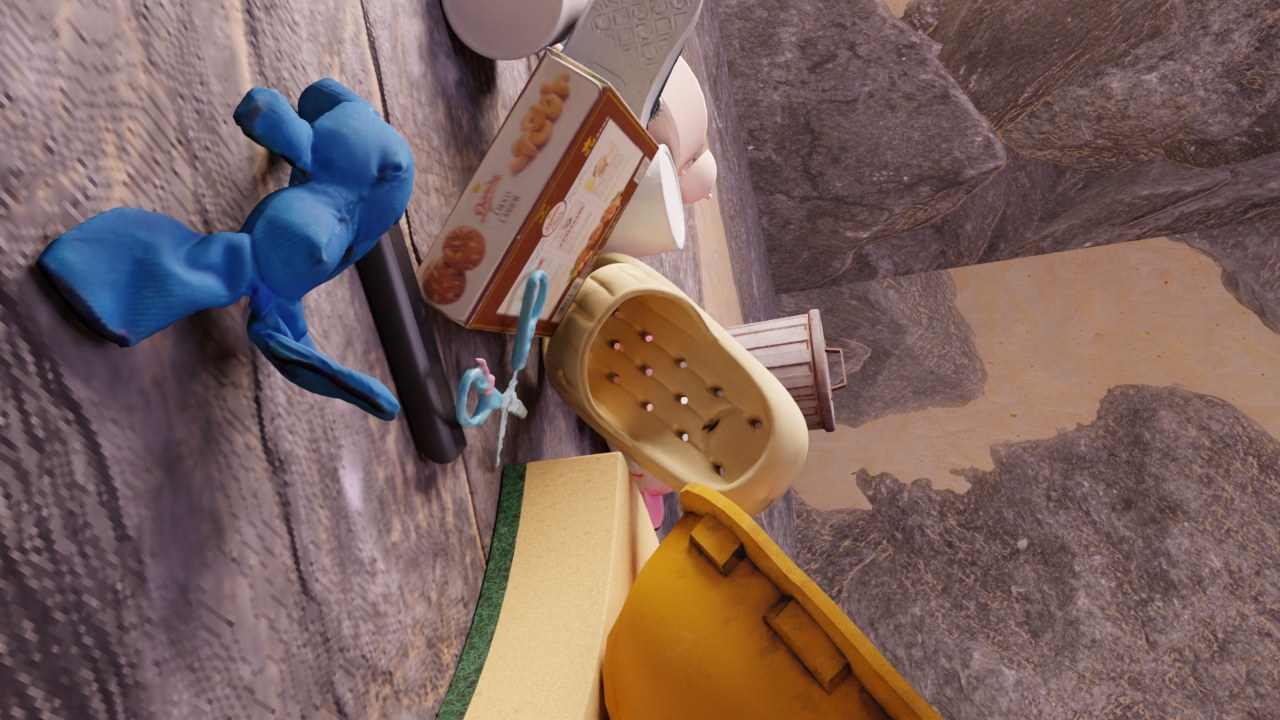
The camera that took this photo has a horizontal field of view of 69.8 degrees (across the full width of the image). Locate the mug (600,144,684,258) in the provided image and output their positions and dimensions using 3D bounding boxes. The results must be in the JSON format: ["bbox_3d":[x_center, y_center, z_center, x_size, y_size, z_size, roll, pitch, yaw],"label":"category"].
[{"bbox_3d":[-0.026,-0.115,0.700,0.082,0.105,0.082,-7,89,-77],"label":"mug"}]

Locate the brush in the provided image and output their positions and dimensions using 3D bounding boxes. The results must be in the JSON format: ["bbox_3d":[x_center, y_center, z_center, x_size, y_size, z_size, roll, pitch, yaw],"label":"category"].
[{"bbox_3d":[-0.036,0.200,0.525,0.249,0.075,0.195,-80,158,-54],"label":"brush"}]

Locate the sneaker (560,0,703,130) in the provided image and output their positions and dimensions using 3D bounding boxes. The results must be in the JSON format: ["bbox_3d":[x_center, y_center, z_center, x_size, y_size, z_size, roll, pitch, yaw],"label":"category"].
[{"bbox_3d":[-0.028,-0.177,0.631,0.236,0.089,0.087,-62,-171,11],"label":"sneaker"}]

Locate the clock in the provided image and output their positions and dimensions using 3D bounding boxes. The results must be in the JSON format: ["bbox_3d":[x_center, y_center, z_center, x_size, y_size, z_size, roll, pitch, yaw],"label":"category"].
[{"bbox_3d":[-0.018,-0.192,0.739,0.086,0.131,0.160,-56,136,-27],"label":"clock"}]

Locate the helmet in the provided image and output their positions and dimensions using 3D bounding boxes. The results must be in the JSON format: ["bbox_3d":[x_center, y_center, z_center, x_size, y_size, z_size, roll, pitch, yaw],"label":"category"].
[{"bbox_3d":[0.067,0.191,0.444,0.255,0.131,0.205,42,-11,32],"label":"helmet"}]

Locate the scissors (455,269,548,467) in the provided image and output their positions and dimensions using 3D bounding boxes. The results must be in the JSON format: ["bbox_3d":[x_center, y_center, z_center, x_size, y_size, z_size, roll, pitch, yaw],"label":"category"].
[{"bbox_3d":[-0.071,0.003,0.514,0.139,0.015,0.119,91,20,-79],"label":"scissors"}]

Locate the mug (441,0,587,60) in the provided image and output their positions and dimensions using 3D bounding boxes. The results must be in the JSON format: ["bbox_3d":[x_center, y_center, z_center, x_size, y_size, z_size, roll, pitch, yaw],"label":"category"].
[{"bbox_3d":[-0.089,-0.256,0.601,0.112,0.079,0.096,49,22,-13],"label":"mug"}]

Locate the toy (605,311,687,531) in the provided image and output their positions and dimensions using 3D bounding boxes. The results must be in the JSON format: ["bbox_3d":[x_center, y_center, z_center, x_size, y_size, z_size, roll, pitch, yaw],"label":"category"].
[{"bbox_3d":[0.003,0.032,0.789,0.141,0.084,0.213,-79,155,-55],"label":"toy"}]

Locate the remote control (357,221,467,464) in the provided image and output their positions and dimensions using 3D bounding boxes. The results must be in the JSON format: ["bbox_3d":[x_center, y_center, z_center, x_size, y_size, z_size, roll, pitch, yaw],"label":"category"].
[{"bbox_3d":[-0.114,-0.019,0.451,0.033,0.015,0.147,-69,148,-66],"label":"remote control"}]

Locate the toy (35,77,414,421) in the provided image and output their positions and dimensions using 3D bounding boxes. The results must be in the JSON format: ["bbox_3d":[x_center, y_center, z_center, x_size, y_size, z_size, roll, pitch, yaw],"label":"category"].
[{"bbox_3d":[-0.119,-0.049,0.338,0.176,0.071,0.113,-83,149,-49],"label":"toy"}]

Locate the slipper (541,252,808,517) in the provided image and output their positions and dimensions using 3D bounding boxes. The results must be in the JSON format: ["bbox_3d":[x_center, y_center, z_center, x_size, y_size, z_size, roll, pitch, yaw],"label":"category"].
[{"bbox_3d":[-0.003,0.003,0.581,0.079,0.111,0.261,30,8,-45],"label":"slipper"}]

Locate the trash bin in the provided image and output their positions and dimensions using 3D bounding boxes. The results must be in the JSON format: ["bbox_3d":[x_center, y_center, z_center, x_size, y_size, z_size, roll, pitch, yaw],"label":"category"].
[{"bbox_3d":[0.113,0.022,0.989,0.130,0.211,0.131,-7,89,-77],"label":"trash bin"}]

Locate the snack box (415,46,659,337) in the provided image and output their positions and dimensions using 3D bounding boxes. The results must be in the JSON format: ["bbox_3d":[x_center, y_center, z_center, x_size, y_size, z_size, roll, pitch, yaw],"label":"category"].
[{"bbox_3d":[-0.053,-0.085,0.526,0.143,0.041,0.147,-59,170,6],"label":"snack box"}]

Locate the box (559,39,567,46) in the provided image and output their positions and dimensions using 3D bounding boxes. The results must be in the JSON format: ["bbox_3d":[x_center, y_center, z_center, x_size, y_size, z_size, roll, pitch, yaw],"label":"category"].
[{"bbox_3d":[-0.096,-0.333,0.696,0.079,0.072,0.210,-55,154,-10],"label":"box"}]
